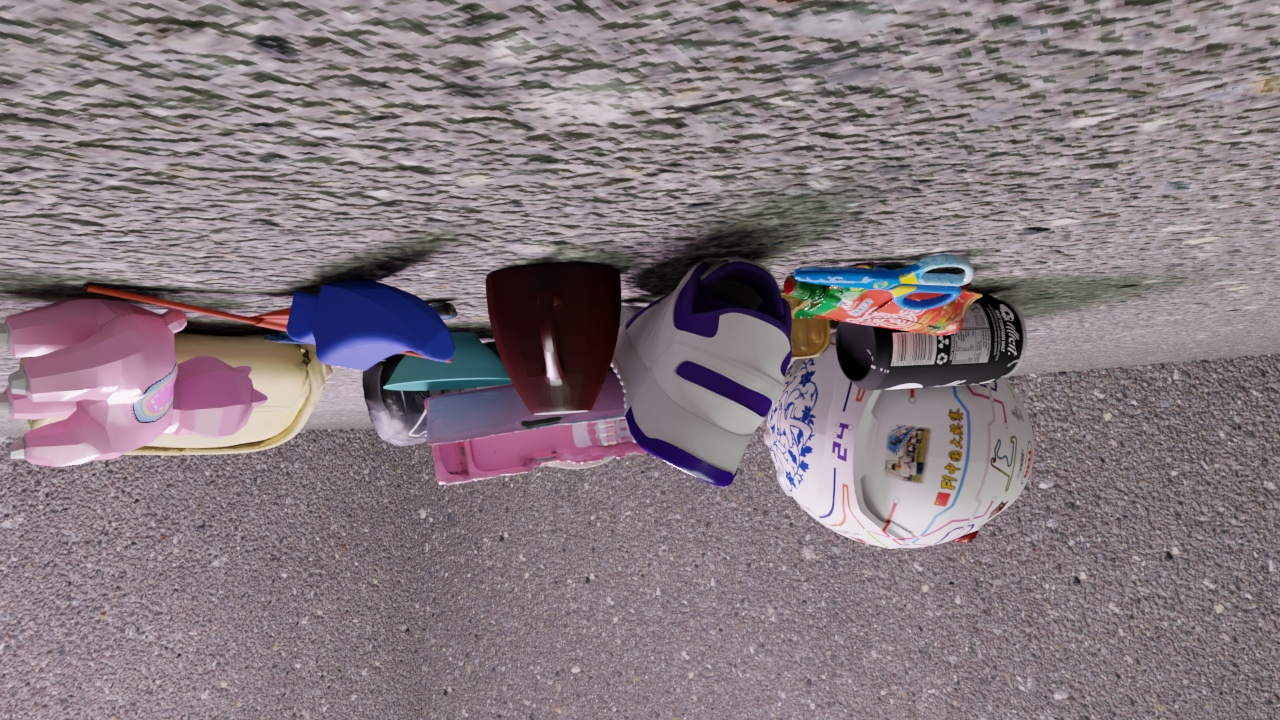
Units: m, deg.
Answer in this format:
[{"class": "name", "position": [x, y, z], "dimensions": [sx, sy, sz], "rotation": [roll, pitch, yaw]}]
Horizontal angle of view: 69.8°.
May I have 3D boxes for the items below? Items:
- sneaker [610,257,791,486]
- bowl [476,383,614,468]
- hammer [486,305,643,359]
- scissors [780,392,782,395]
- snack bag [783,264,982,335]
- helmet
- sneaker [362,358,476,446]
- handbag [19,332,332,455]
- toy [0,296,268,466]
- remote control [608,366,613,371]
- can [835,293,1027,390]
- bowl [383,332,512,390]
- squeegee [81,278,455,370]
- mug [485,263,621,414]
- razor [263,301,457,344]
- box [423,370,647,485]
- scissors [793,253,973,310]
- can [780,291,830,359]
[{"class": "sneaker", "position": [0.042, -0.022, 0.594], "dimensions": [0.092, 0.111, 0.244], "rotation": [25, -164, -11]}, {"class": "bowl", "position": [-0.087, 0.035, 1.006], "dimensions": [0.176, 0.176, 0.058], "rotation": [-1, 133, -29]}, {"class": "hammer", "position": [-0.068, -0.014, 0.862], "dimensions": [0.313, 0.035, 0.139], "rotation": [-8, 177, 44]}, {"class": "scissors", "position": [0.101, -0.004, 0.887], "dimensions": [0.115, 0.014, 0.131], "rotation": [6, 136, -11]}, {"class": "snack bag", "position": [0.172, -0.048, 0.679], "dimensions": [0.155, 0.044, 0.087], "rotation": [6, 158, -27]}, {"class": "helmet", "position": [0.250, 0.073, 0.965], "dimensions": [0.236, 0.231, 0.314], "rotation": [7, -176, -6]}, {"class": "sneaker", "position": [-0.201, 0.039, 1.064], "dimensions": [0.151, 0.097, 0.252], "rotation": [-11, 174, 19]}, {"class": "handbag", "position": [-0.369, 0.013, 0.735], "dimensions": [0.191, 0.088, 0.232], "rotation": [-27, 162, 37]}, {"class": "toy", "position": [-0.322, 0.014, 0.594], "dimensions": [0.157, 0.067, 0.124], "rotation": [-10, 142, -44]}, {"class": "remote control", "position": [-0.005, 0.005, 0.864], "dimensions": [0.045, 0.021, 0.141], "rotation": [-8, -177, -25]}, {"class": "can", "position": [0.250, -0.017, 0.795], "dimensions": [0.146, 0.080, 0.080], "rotation": [-2, 175, -17]}, {"class": "bowl", "position": [-0.178, 0.000, 0.856], "dimensions": [0.121, 0.046, 0.121], "rotation": [-4, 175, 0]}, {"class": "squeegee", "position": [-0.170, -0.022, 0.553], "dimensions": [0.185, 0.055, 0.249], "rotation": [12, 179, 45]}, {"class": "mug", "position": [-0.053, -0.012, 0.576], "dimensions": [0.087, 0.088, 0.114], "rotation": [-4, 175, -1]}, {"class": "razor", "position": [-0.202, -0.029, 0.674], "dimensions": [0.141, 0.018, 0.044], "rotation": [-8, 177, 9]}, {"class": "box", "position": [-0.089, 0.068, 0.890], "dimensions": [0.232, 0.099, 0.112], "rotation": [-7, -170, -9]}, {"class": "scissors", "position": [0.163, -0.054, 0.621], "dimensions": [0.126, 0.023, 0.061], "rotation": [-2, 153, -14]}, {"class": "can", "position": [0.105, -0.025, 0.753], "dimensions": [0.100, 0.054, 0.059], "rotation": [-5, 177, 13]}]
